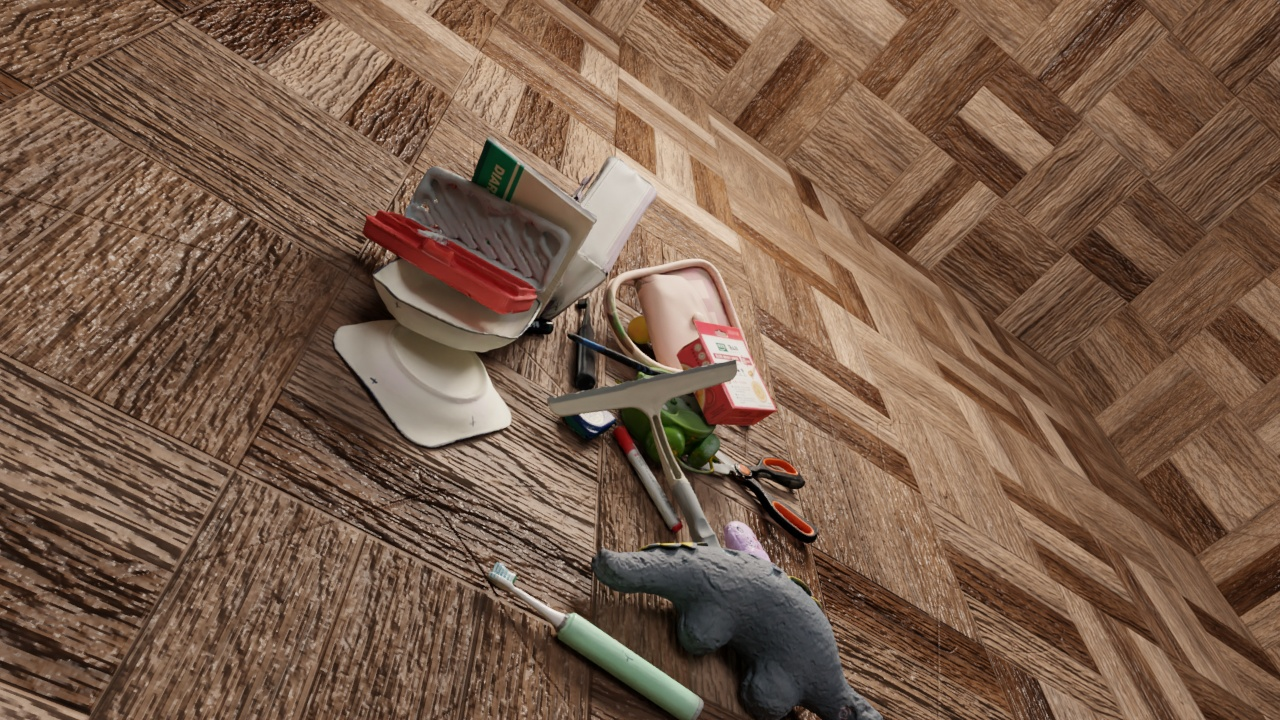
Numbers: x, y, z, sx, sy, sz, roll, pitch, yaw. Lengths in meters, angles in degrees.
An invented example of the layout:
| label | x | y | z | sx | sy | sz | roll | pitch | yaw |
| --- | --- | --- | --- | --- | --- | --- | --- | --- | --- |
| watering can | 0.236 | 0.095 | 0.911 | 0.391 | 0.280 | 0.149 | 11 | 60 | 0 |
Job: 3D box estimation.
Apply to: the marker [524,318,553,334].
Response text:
| label | x | y | z | sx | sy | sz | roll | pitch | yaw |
| --- | --- | --- | --- | --- | --- | --- | --- | --- | --- |
| marker | -0.157 | -0.045 | 1.108 | 0.022 | 0.020 | 0.131 | 22 | 12 | 37 |

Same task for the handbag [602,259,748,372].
| label | x | y | z | sx | sy | sz | roll | pitch | yaw |
| --- | --- | --- | --- | --- | --- | --- | --- | --- | --- |
| handbag | 0.035 | -0.047 | 1.246 | 0.233 | 0.094 | 0.193 | 4 | 62 | -47 |

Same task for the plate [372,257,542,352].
| label | x | y | z | sx | sy | sz | roll | pitch | yaw |
| --- | --- | --- | --- | --- | --- | --- | --- | --- | --- |
| plate | -0.197 | -0.064 | 1.001 | 0.162 | 0.034 | 0.265 | 24 | 15 | -5 |

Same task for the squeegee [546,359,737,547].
| label | x | y | z | sx | sy | sz | roll | pitch | yaw |
| --- | --- | --- | --- | --- | --- | --- | --- | --- | --- |
| squeegee | 0.044 | 0.132 | 1.025 | 0.246 | 0.039 | 0.246 | -12 | 65 | -26 |

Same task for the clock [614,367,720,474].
| label | x | y | z | sx | sy | sz | roll | pitch | yaw |
| --- | --- | --- | --- | --- | --- | --- | --- | --- | --- |
| clock | 0.039 | 0.078 | 1.129 | 0.116 | 0.056 | 0.161 | 12 | 34 | -41 |

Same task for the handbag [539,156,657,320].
| label | x | y | z | sx | sy | sz | roll | pitch | yaw |
| --- | --- | --- | --- | --- | --- | --- | --- | --- | --- |
| handbag | -0.075 | -0.157 | 1.196 | 0.098 | 0.145 | 0.196 | 35 | 46 | -7 |

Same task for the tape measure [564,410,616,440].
| label | x | y | z | sx | sy | sz | roll | pitch | yaw |
| --- | --- | --- | --- | --- | --- | --- | --- | --- | --- |
| tape measure | -0.061 | 0.066 | 1.053 | 0.054 | 0.025 | 0.058 | 45 | 28 | 12 |

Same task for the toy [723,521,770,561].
| label | x | y | z | sx | sy | sz | roll | pitch | yaw |
| --- | --- | --- | --- | --- | --- | --- | --- | --- | --- |
| toy | 0.124 | 0.226 | 1.031 | 0.084 | 0.039 | 0.108 | 45 | 16 | -47 |

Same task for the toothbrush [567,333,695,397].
| label | x | y | z | sx | sy | sz | roll | pitch | yaw |
| --- | --- | --- | --- | --- | --- | --- | --- | --- | --- |
| toothbrush | -0.007 | 0.006 | 1.111 | 0.189 | 0.014 | 0.016 | 24 | 44 | -24 |

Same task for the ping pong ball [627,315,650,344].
| label | x | y | z | sx | sy | sz | roll | pitch | yaw |
| --- | --- | --- | --- | --- | --- | --- | --- | --- | --- |
| ping pong ball | 0.002 | -0.043 | 1.302 | 0.040 | 0.040 | 0.040 | 32 | 26 | -18 |

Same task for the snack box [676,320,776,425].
| label | x | y | z | sx | sy | sz | roll | pitch | yaw |
| --- | --- | --- | --- | --- | --- | --- | --- | --- | --- |
| snack box | 0.106 | 0.018 | 1.168 | 0.113 | 0.044 | 0.127 | 7 | 54 | -53 |

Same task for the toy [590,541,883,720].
| label | x | y | z | sx | sy | sz | roll | pitch | yaw |
| --- | --- | --- | --- | --- | --- | --- | --- | --- | --- |
| toy | 0.115 | 0.264 | 0.906 | 0.356 | 0.092 | 0.137 | 37 | 37 | -4 |

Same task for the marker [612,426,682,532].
| label | x | y | z | sx | sy | sz | roll | pitch | yaw |
| --- | --- | --- | --- | --- | --- | --- | --- | --- | --- |
| marker | 0.008 | 0.134 | 1.050 | 0.017 | 0.017 | 0.145 | 9 | 40 | -48 |

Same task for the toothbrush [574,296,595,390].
| label | x | y | z | sx | sy | sz | roll | pitch | yaw |
| --- | --- | --- | --- | --- | --- | --- | --- | --- | --- |
| toothbrush | -0.072 | -0.030 | 1.196 | 0.212 | 0.027 | 0.026 | -96 | 175 | -57 |

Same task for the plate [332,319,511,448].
| label | x | y | z | sx | sy | sz | roll | pitch | yaw |
| --- | --- | --- | --- | --- | --- | --- | --- | --- | --- |
| plate | -0.209 | 0.010 | 0.927 | 0.163 | 0.034 | 0.164 | 48 | 26 | 16 |

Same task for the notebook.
| label | x | y | z | sx | sy | sz | roll | pitch | yaw |
| --- | --- | --- | --- | --- | --- | --- | --- | --- | --- |
| notebook | -0.147 | -0.148 | 1.080 | 0.150 | 0.210 | 0.012 | 38 | 52 | 0 |

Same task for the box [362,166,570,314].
| label | x | y | z | sx | sy | sz | roll | pitch | yaw |
| --- | --- | --- | --- | --- | --- | --- | --- | --- | --- |
| box | -0.189 | -0.139 | 1.007 | 0.201 | 0.100 | 0.112 | 29 | 14 | 15 |

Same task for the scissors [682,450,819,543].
| label | x | y | z | sx | sy | sz | roll | pitch | yaw |
| --- | --- | --- | --- | --- | --- | --- | --- | --- | --- |
| scissors | 0.149 | 0.158 | 1.209 | 0.221 | 0.022 | 0.230 | 46 | 27 | 22 |

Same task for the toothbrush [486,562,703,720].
| label | x | y | z | sx | sy | sz | roll | pitch | yaw |
| --- | --- | --- | --- | --- | --- | --- | --- | --- | --- |
| toothbrush | -0.040 | 0.245 | 0.792 | 0.224 | 0.027 | 0.027 | 36 | 47 | -9 |
